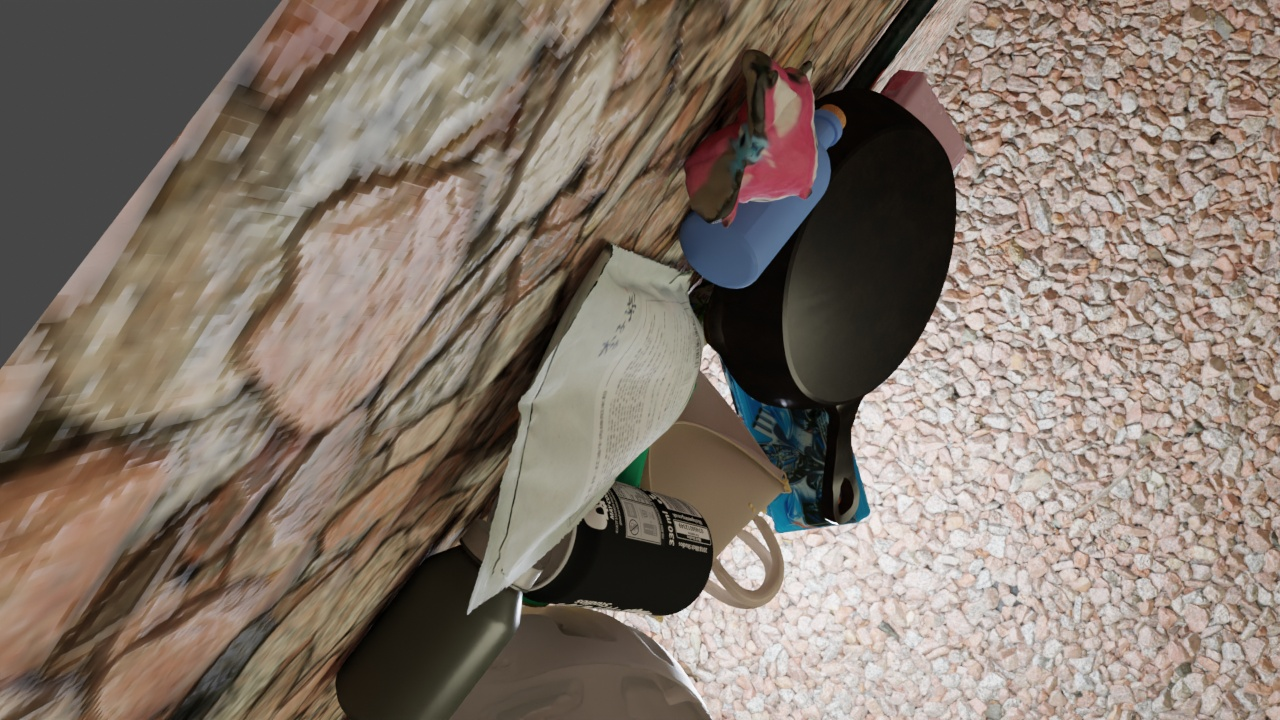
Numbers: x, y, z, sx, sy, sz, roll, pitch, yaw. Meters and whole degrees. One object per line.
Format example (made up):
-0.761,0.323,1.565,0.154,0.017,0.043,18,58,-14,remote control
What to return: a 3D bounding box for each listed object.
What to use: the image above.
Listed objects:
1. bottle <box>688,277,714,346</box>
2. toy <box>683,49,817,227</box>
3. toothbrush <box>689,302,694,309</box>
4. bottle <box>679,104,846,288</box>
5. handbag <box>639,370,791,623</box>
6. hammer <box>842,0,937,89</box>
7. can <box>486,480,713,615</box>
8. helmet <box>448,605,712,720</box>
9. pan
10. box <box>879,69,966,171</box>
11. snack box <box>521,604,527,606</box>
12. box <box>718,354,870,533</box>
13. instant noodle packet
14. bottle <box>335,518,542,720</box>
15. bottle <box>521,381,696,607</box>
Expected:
0.056,-0.044,0.774,0.109,0.042,0.043,-48,174,-32,bottle
0.054,-0.089,0.373,0.066,0.050,0.102,-60,178,24,toy
-0.004,0.004,0.711,0.132,0.016,0.021,-51,175,8,toothbrush
0.074,-0.097,0.497,0.130,0.048,0.048,-50,175,-30,bottle
0.040,0.129,0.777,0.194,0.198,0.102,-37,170,-38,handbag
0.164,-0.203,0.719,0.333,0.033,0.133,-53,174,-1,hammer
-0.022,0.116,0.581,0.146,0.080,0.080,25,106,-49,can
-0.081,0.289,0.693,0.283,0.224,0.183,-20,-145,22,helmet
0.155,-0.013,0.667,0.248,0.043,0.357,-30,128,-31,pan
0.147,-0.115,0.728,0.232,0.099,0.099,-55,-147,-10,box
-0.135,0.300,0.871,0.059,0.059,0.226,111,-7,-74,snack box
0.111,0.038,0.859,0.063,0.243,0.175,-14,177,-28,box
-0.016,0.015,0.458,0.269,0.057,0.147,-19,128,-77,instant noodle packet
-0.099,0.136,0.463,0.108,0.060,0.060,-52,176,-5,bottle
-0.035,0.084,0.661,0.210,0.068,0.068,-54,175,20,bottle
